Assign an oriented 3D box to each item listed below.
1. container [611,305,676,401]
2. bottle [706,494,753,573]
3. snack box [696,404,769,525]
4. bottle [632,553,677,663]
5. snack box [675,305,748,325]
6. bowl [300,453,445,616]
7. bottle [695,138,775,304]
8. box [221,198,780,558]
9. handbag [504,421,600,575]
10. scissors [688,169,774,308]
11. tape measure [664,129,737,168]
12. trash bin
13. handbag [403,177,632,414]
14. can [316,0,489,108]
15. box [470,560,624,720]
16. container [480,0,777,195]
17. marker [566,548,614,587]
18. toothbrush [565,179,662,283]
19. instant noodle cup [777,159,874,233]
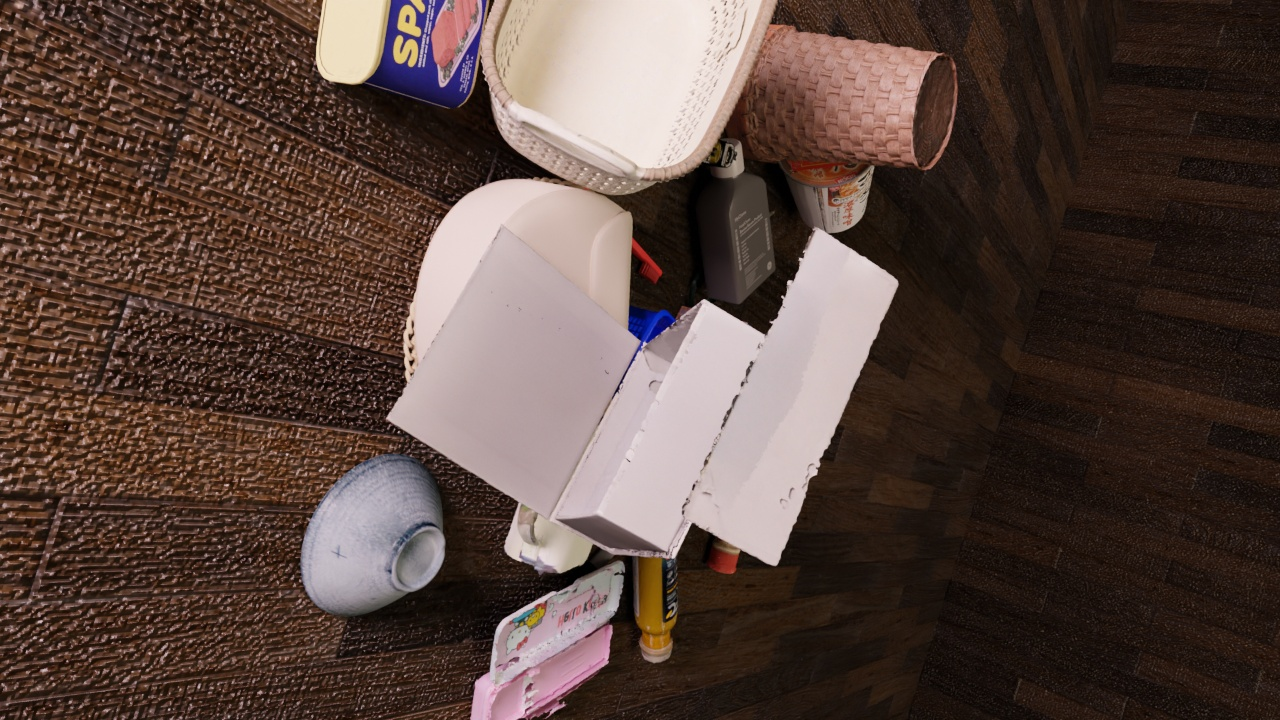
[{"bbox_3d":[-0.006,0.006,0.940,0.096,0.058,0.114,41,70,-55],"label":"container"},{"bbox_3d":[0.123,0.235,1.256,0.044,0.044,0.109,8,97,-57],"label":"bottle"},{"bbox_3d":[0.092,0.116,1.104,0.148,0.041,0.143,33,76,-57],"label":"snack box"},{"bbox_3d":[0.018,0.284,1.110,0.053,0.053,0.186,-32,130,-46],"label":"bottle"},{"bbox_3d":[0.054,0.018,1.008,0.151,0.087,0.034,-62,145,-17],"label":"snack box"},{"bbox_3d":[-0.193,0.147,0.725,0.136,0.057,0.137,-30,129,-47],"label":"bowl"},{"bbox_3d":[0.103,-0.158,1.015,0.083,0.046,0.174,-43,135,-36],"label":"bottle"},{"bbox_3d":[-0.122,-0.005,0.689,0.167,0.422,0.174,-63,164,-17],"label":"box"},{"bbox_3d":[-0.082,0.117,0.845,0.176,0.074,0.151,4,103,-76],"label":"handbag"},{"bbox_3d":[0.101,-0.137,1.076,0.202,0.015,0.202,-63,144,-17],"label":"scissors"},{"bbox_3d":[0.055,-0.216,0.924,0.061,0.062,0.034,1,106,-38],"label":"tape measure"},{"bbox_3d":[0.217,-0.282,1.000,0.150,0.210,0.151,-28,126,-47],"label":"trash bin"},{"bbox_3d":[-0.083,-0.040,0.759,0.208,0.103,0.211,-24,124,-49],"label":"handbag"},{"bbox_3d":[-0.153,-0.232,0.609,0.092,0.057,0.116,-2,106,-57],"label":"can"},{"bbox_3d":[-0.094,0.300,0.964,0.200,0.038,0.152,-12,115,-54],"label":"box"},{"bbox_3d":[-0.012,-0.246,0.691,0.246,0.184,0.143,-66,-168,-11],"label":"container"},{"bbox_3d":[-0.040,0.214,1.028,0.138,0.016,0.022,-44,115,-38],"label":"marker"},{"bbox_3d":[-0.028,-0.127,0.887,0.212,0.012,0.018,42,69,-55],"label":"toothbrush"},{"bbox_3d":[0.238,-0.230,1.154,0.123,0.124,0.122,-61,155,-18],"label":"instant noodle cup"}]
